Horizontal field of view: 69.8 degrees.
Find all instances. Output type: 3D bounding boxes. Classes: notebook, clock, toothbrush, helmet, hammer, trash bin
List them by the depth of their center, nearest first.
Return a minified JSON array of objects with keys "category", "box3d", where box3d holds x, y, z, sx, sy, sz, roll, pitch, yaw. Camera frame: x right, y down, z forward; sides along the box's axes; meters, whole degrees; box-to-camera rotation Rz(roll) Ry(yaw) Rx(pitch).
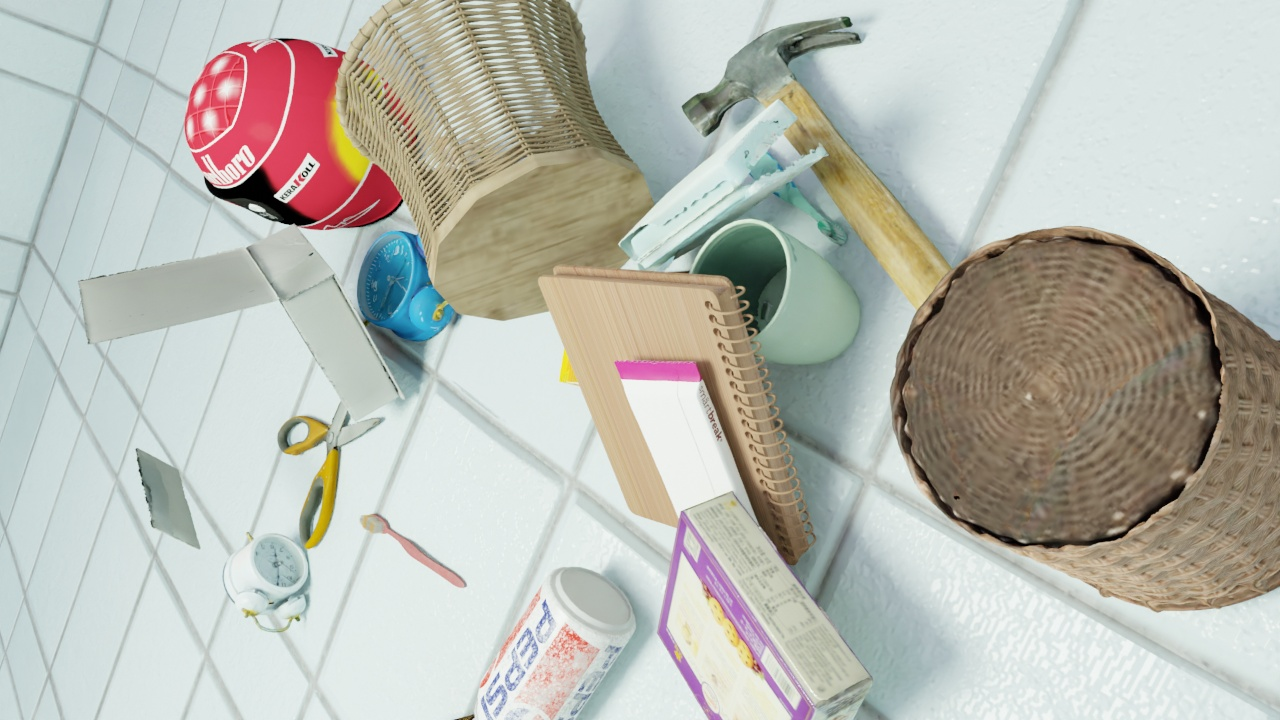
[{"category":"trash bin","box3d":[0.209,0.035,0.407,0.152,0.209,0.151,-13,70,42]},{"category":"hammer","box3d":[0.149,-0.109,0.611,0.132,0.033,0.330,-37,58,15]},{"category":"notebook","box3d":[0.026,0.037,0.616,0.169,0.022,0.210,9,129,44]},{"category":"toothbrush","box3d":[0.107,-0.127,0.678,0.022,0.017,0.135,-53,50,20]},{"category":"toothbrush","box3d":[-0.230,0.190,0.918,0.185,0.015,0.015,18,98,43]},{"category":"clock","box3d":[-0.234,-0.084,0.959,0.162,0.060,0.116,-7,75,41]},{"category":"clock","box3d":[-0.421,0.253,1.037,0.057,0.083,0.117,-37,55,24]},{"category":"helmet","box3d":[-0.396,-0.255,1.045,0.272,0.224,0.197,-3,78,42]}]

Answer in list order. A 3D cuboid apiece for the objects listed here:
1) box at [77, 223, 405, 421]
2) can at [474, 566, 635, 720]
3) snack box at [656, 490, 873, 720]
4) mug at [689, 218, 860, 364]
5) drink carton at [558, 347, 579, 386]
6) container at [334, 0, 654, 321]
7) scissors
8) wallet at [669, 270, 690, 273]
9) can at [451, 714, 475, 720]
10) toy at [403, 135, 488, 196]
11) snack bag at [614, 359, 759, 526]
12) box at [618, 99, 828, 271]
[{"category":"box","box3d":[-0.417,-0.075,0.879,0.167,0.412,0.149,37,101,49]},{"category":"can","box3d":[-0.068,0.232,0.709,0.078,0.078,0.136,45,111,40]},{"category":"snack box","box3d":[0.067,0.182,0.571,0.143,0.040,0.148,53,150,37]},{"category":"mug","box3d":[0.082,-0.040,0.618,0.111,0.104,0.084,8,85,44]},{"category":"drink carton","box3d":[-0.004,0.004,0.721,0.123,0.058,0.041,3,81,44]},{"category":"container","box3d":[-0.115,-0.168,0.766,0.227,0.226,0.196,-42,61,28]},{"category":"scissors","box3d":[-0.374,0.100,1.076,0.226,0.016,0.225,23,95,44]},{"category":"wallet","box3d":[0.010,-0.049,0.716,0.121,0.087,0.013,2,124,44]},{"category":"can","box3d":[-0.156,0.340,0.770,0.129,0.071,0.071,-28,61,36]},{"category":"toy","box3d":[-0.192,-0.195,0.938,0.106,0.085,0.074,5,104,35]},{"category":"snack bag","box3d":[0.043,0.084,0.605,0.070,0.016,0.196,0,122,43]},{"category":"box","box3d":[0.044,-0.110,0.632,0.199,0.085,0.070,-23,83,68]}]
